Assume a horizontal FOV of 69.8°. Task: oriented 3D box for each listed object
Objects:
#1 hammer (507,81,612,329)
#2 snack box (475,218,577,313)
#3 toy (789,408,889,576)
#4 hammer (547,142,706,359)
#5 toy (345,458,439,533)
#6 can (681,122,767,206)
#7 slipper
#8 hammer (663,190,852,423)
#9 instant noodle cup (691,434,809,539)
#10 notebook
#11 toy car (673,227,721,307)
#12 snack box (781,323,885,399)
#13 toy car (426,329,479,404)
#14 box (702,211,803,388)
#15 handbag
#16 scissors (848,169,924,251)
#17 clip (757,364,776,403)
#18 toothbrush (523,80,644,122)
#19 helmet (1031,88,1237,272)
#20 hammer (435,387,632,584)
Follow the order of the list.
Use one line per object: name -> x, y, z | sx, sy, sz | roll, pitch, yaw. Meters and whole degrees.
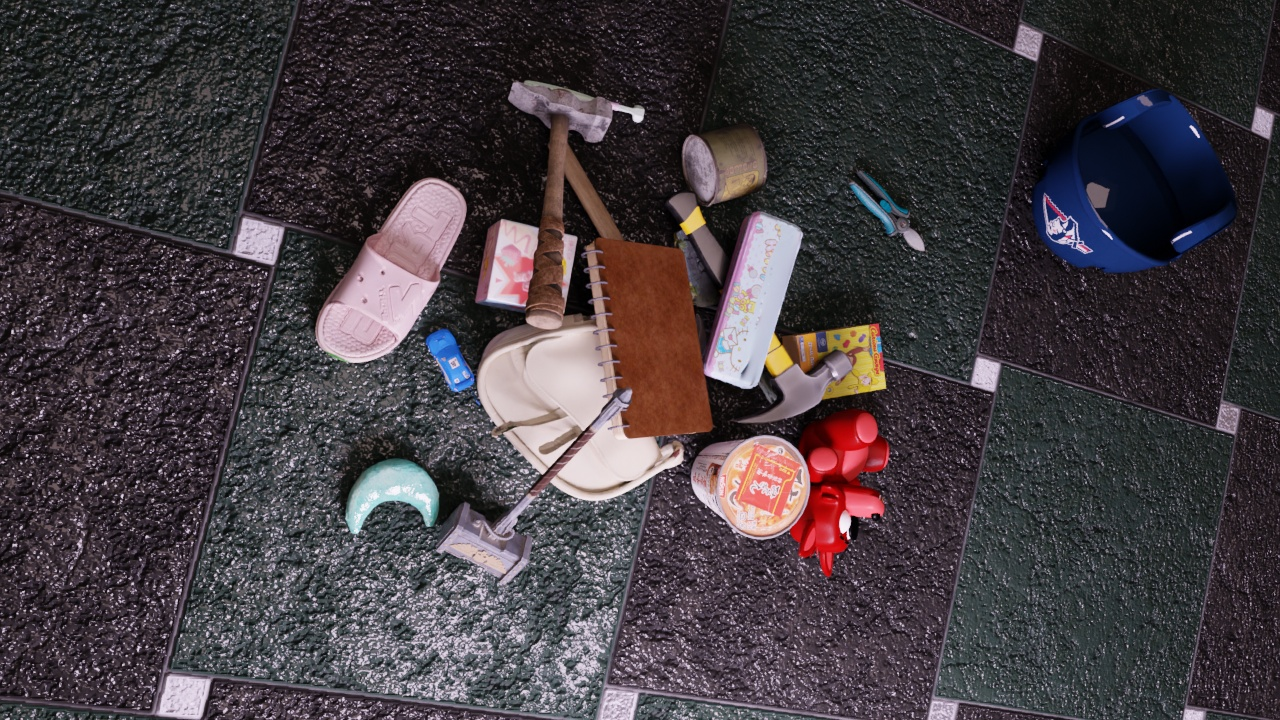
hammer -> -0.099, -0.181, 1.035 | 0.121, 0.049, 0.318 | 10, 63, -17
snack box -> -0.134, -0.105, 1.070 | 0.093, 0.079, 0.094 | 11, 87, -20
toy -> 0.253, 0.170, 1.183 | 0.158, 0.121, 0.197 | 44, 58, -59
hammer -> -0.022, -0.124, 1.127 | 0.119, 0.031, 0.331 | -36, 95, -47
toy -> -0.283, 0.153, 1.046 | 0.105, 0.033, 0.085 | -2, 102, -21
can -> 0.105, -0.246, 1.150 | 0.074, 0.090, 0.090 | -18, 96, -20
slipper -> -0.272, -0.101, 1.030 | 0.094, 0.064, 0.239 | 33, 78, -17
hammer -> 0.124, -0.069, 1.154 | 0.169, 0.034, 0.324 | -34, 98, -11
instant noodle cup -> 0.126, 0.150, 1.144 | 0.123, 0.122, 0.123 | 0, 90, -20
notebook -> 0.008, -0.024, 1.054 | 0.167, 0.024, 0.225 | 0, 79, -48
toy car -> 0.073, -0.120, 1.170 | 0.048, 0.033, 0.105 | -17, 94, -17
snack box -> 0.261, 0.003, 1.235 | 0.125, 0.040, 0.088 | -9, 93, -20
toy car -> -0.211, 0.008, 1.053 | 0.033, 0.062, 0.092 | -29, 100, -18
box -> 0.136, -0.074, 1.125 | 0.076, 0.033, 0.214 | 17, 86, -12
handbag -> -0.071, 0.061, 1.047 | 0.184, 0.132, 0.229 | -26, 106, 1
scissors -> 0.349, -0.211, 1.277 | 0.136, 0.019, 0.138 | 1, 89, -19
clip -> 0.167, 0.023, 1.212 | 0.044, 0.023, 0.076 | -37, 100, -14
toothbrush -> -0.069, -0.321, 1.127 | 0.154, 0.015, 0.022 | 9, 85, -19
helmet -> 0.657, -0.227, 1.275 | 0.271, 0.224, 0.232 | -23, 83, -48
hammer -> -0.104, 0.129, 0.992 | 0.098, 0.044, 0.323 | 31, 124, -17
